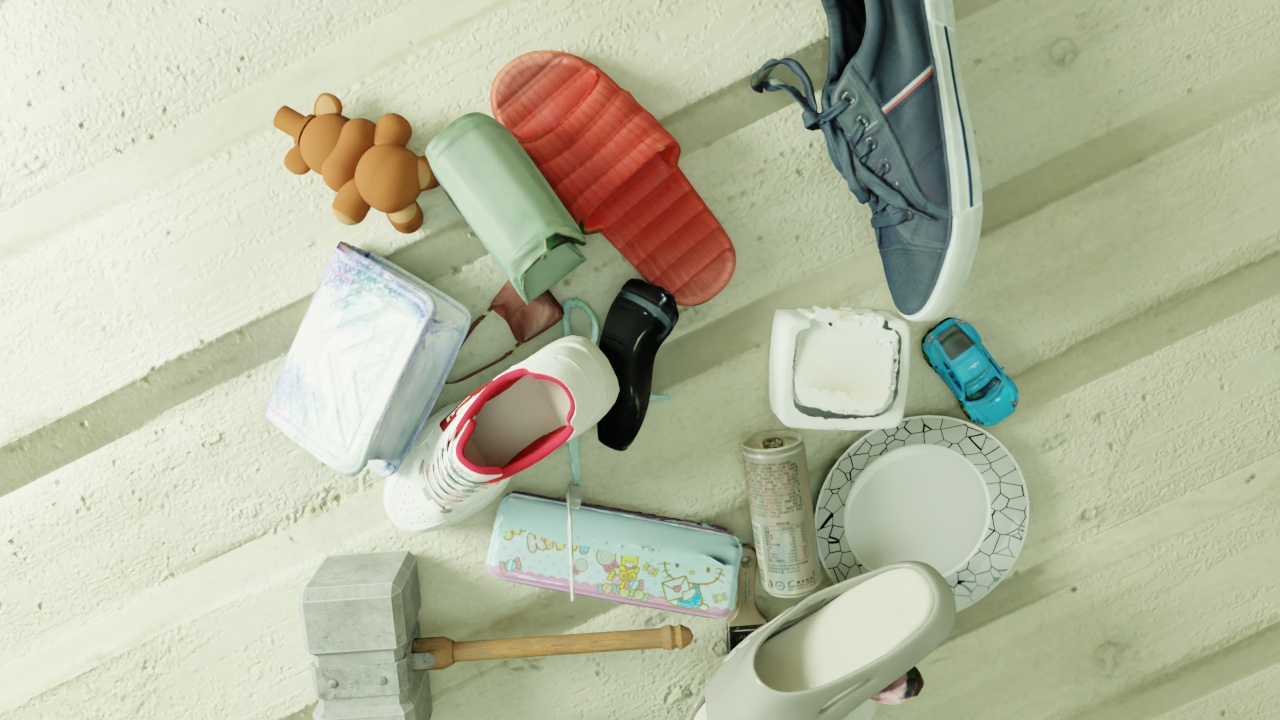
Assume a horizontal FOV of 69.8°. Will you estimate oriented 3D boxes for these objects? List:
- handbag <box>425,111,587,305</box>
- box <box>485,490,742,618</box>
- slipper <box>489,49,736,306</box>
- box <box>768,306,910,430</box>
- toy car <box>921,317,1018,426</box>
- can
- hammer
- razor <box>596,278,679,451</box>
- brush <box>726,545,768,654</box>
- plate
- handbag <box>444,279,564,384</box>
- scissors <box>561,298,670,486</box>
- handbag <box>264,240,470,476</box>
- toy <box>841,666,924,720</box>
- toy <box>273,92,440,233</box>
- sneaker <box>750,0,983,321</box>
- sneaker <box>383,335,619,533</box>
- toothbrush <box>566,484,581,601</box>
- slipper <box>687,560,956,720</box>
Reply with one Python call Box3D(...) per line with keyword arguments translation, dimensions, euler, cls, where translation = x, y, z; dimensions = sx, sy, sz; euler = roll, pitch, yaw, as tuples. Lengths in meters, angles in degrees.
Box3D(translation=(-0.096, -0.113, 0.688), dimensions=(0.067, 0.106, 0.122), euler=(-36, 81, -4), cls="handbag")
Box3D(translation=(-0.021, 0.165, 0.788), dimensions=(0.214, 0.065, 0.078), euler=(11, 88, -4), cls="box")
Box3D(translation=(-0.015, -0.142, 0.721), dimensions=(0.103, 0.059, 0.249), euler=(-43, 101, 6), cls="slipper")
Box3D(translation=(0.166, 0.007, 0.743), dimensions=(0.107, 0.091, 0.102), euler=(1, 102, -5), cls="box")
Box3D(translation=(0.282, 0.012, 0.778), dimensions=(0.048, 0.032, 0.105), euler=(-37, 102, 5), cls="toy car")
Box3D(translation=(0.121, 0.131, 0.784), dimensions=(0.054, 0.054, 0.136), euler=(-9, 101, -1), cls="can")
Box3D(translation=(-0.114, 0.246, 0.783), dimensions=(0.317, 0.083, 0.163), euler=(-3, 102, -2), cls="hammer")
Box3D(translation=(-0.004, 0.004, 0.750), dimensions=(0.063, 0.053, 0.141), euler=(-3, 110, -43), cls="razor")
Box3D(translation=(0.096, 0.238, 0.826), dimensions=(0.039, 0.012, 0.151), euler=(-4, 101, -1), cls="brush")
Box3D(translation=(0.246, 0.138, 0.809), dimensions=(0.188, 0.016, 0.189), euler=(0, 102, -2), cls="plate")
Box3D(translation=(-0.122, -0.020, 0.758), dimensions=(0.120, 0.029, 0.055), euler=(-40, 80, 12), cls="handbag")
Box3D(translation=(-0.059, 0.033, 0.777), dimensions=(0.171, 0.021, 0.172), euler=(-4, 98, -6), cls="scissors")
Box3D(translation=(-0.220, 0.000, 0.733), dimensions=(0.126, 0.069, 0.158), euler=(29, 97, 23), cls="handbag")
Box3D(translation=(0.174, 0.319, 0.820), dimensions=(0.106, 0.130, 0.206), euler=(29, 110, 23), cls="toy")
Box3D(translation=(-0.222, -0.156, 0.716), dimensions=(0.127, 0.065, 0.095), euler=(30, 91, 1), cls="toy")
Box3D(translation=(0.171, -0.168, 0.701), dimensions=(0.127, 0.121, 0.294), euler=(-13, 99, -13), cls="sneaker")
Box3D(translation=(-0.129, 0.071, 0.715), dimensions=(0.237, 0.104, 0.090), euler=(-32, 92, 20), cls="sneaker")
Box3D(translation=(-0.049, 0.136, 0.703), dimensions=(0.010, 0.181, 0.010), euler=(14, 105, -9), cls="toothbrush")
Box3D(translation=(0.130, 0.245, 0.751), dimensions=(0.266, 0.112, 0.080), euler=(-38, 127, 10), cls="slipper")
